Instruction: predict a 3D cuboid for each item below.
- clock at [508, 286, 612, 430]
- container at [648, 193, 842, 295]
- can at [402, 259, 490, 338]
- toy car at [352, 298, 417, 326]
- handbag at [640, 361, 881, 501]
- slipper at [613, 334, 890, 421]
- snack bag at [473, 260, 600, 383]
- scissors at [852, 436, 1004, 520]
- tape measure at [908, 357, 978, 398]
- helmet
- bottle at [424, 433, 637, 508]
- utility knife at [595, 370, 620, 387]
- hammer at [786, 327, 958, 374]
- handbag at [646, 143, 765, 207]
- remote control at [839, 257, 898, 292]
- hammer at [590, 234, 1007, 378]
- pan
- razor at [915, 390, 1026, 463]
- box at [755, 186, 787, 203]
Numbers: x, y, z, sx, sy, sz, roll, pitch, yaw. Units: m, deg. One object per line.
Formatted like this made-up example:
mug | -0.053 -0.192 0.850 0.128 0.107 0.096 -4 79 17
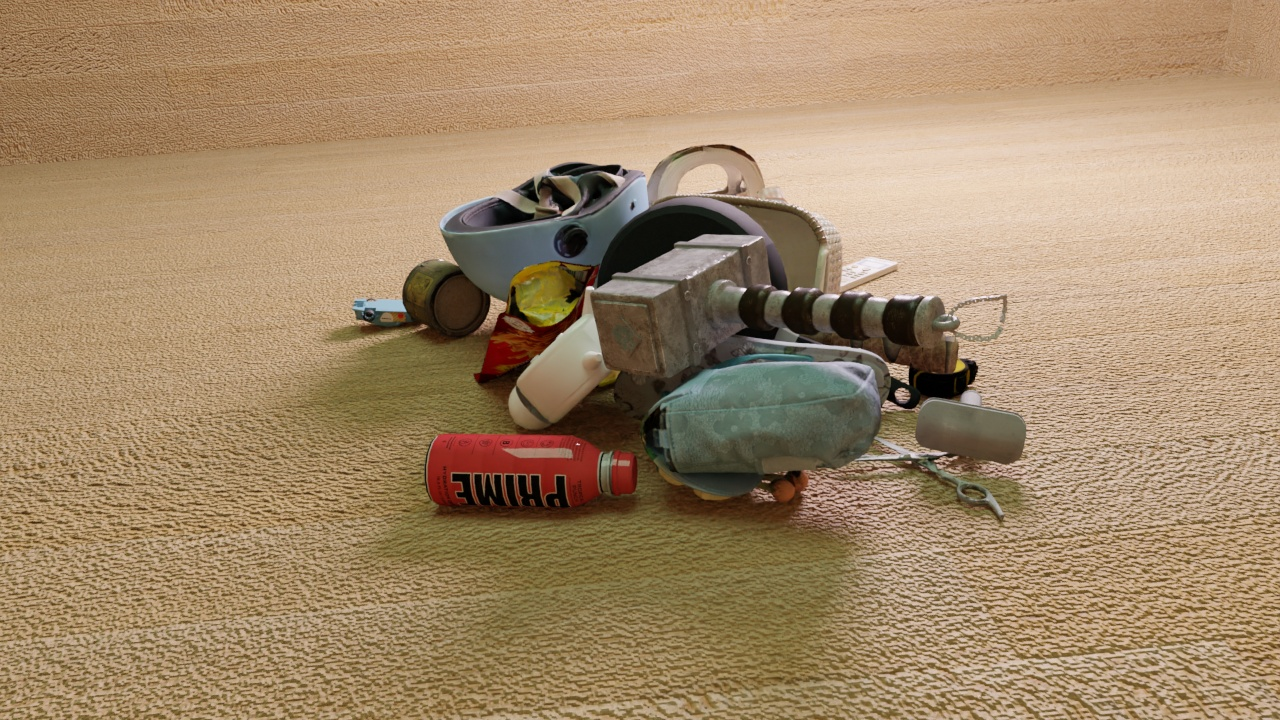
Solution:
clock | -0.066 -0.003 0.904 0.161 0.073 0.125 -42 1 44
container | 0.119 -0.105 1.085 0.246 0.185 0.142 12 18 29
can | -0.251 -0.081 1.190 0.089 0.090 0.075 -21 29 -35
toy car | -0.333 -0.062 1.241 0.107 0.027 0.060 1 21 -13
handbag | 0.103 0.061 0.766 0.192 0.119 0.121 -4 13 21
slipper | 0.107 0.022 0.879 0.269 0.098 0.054 -2 22 2
snack bag | -0.111 -0.038 0.990 0.138 0.066 0.208 -26 -10 -21
scissors | 0.254 0.092 0.797 0.141 0.014 0.175 -9 25 -18
tape measure | 0.309 0.013 0.948 0.062 0.034 0.061 12 29 34
helmet | -0.110 -0.149 1.140 0.265 0.167 0.226 -19 23 -26
bottle | -0.091 0.095 0.785 0.177 0.062 0.062 0 23 9
utility knife | -0.006 0.006 1.040 0.151 0.017 0.030 -24 35 -37
hammer | 0.168 -0.030 0.969 0.319 0.122 0.048 10 26 25
handbag | 0.095 -0.198 1.277 0.200 0.200 0.093 -18 30 -24
remote control | 0.306 -0.123 1.301 0.135 0.011 0.050 -22 29 -36
hammer | 0.128 -0.041 0.756 0.327 0.079 0.176 8 29 41
pan | 0.115 -0.034 0.937 0.356 0.204 0.044 27 19 14
razor | 0.301 0.050 0.837 0.088 0.047 0.116 11 16 18
box | 0.163 -0.162 1.208 0.059 0.187 0.056 30 64 15
